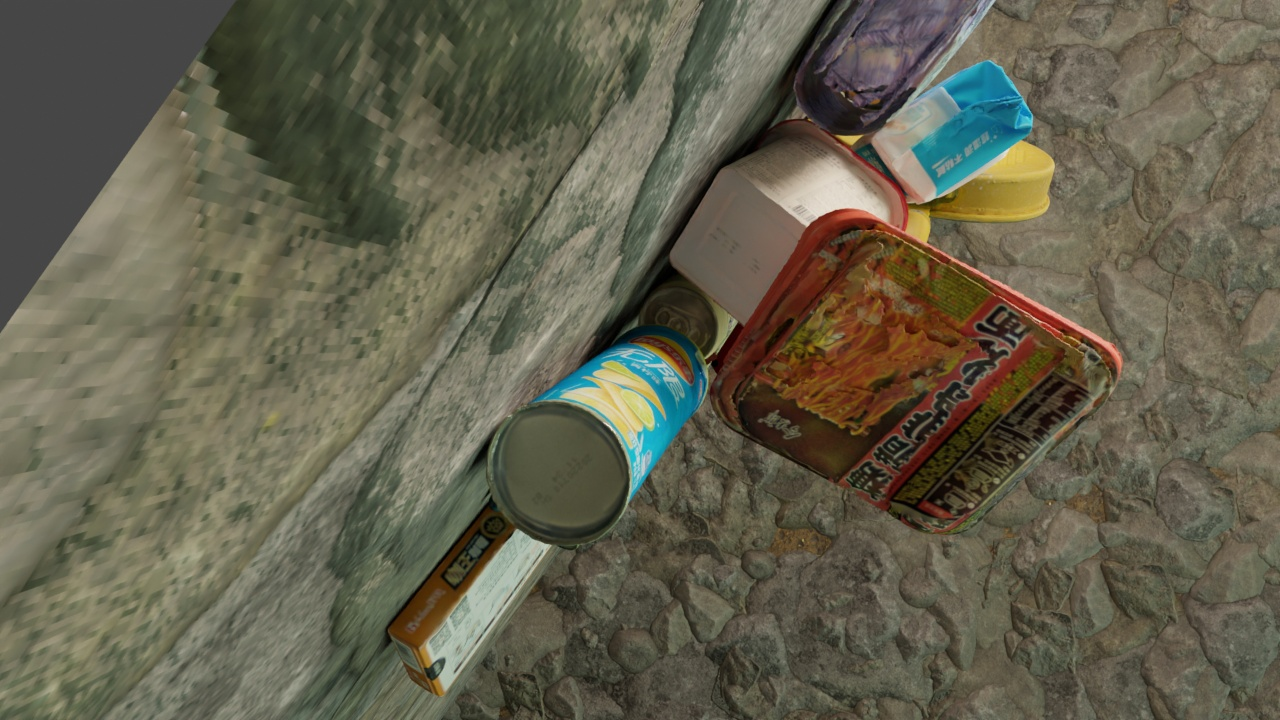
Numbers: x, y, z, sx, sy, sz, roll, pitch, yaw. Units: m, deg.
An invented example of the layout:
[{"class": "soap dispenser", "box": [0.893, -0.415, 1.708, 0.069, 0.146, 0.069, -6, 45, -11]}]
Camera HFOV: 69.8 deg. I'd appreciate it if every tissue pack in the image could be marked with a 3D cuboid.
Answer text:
[{"class": "tissue pack", "box": [0.204, -0.151, 0.630, 0.090, 0.063, 0.140, -34, -175, 10]}]

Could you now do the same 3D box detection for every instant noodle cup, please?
[{"class": "instant noodle cup", "box": [0.150, 0.003, 0.536, 0.165, 0.189, 0.078, -58, -174, 36]}, {"class": "instant noodle cup", "box": [0.090, -0.082, 0.591, 0.124, 0.116, 0.117, -27, 155, -54]}]

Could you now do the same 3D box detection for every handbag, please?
[{"class": "handbag", "box": [0.167, -0.213, 0.588, 0.134, 0.075, 0.193, -51, 176, 26]}]

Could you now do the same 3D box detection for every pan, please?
[{"class": "pan", "box": [0.228, -0.124, 0.750, 0.356, 0.198, 0.078, -47, 147, -56]}]

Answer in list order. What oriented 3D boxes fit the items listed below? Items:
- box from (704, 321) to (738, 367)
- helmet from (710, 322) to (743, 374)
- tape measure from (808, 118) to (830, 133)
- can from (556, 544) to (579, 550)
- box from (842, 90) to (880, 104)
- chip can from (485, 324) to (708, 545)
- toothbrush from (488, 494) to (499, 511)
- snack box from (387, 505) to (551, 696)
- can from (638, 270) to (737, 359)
[{"class": "box", "box": [0.048, -0.005, 0.893, 0.091, 0.076, 0.169, -52, 175, -37]}, {"class": "helmet", "box": [0.150, -0.081, 1.030, 0.240, 0.144, 0.206, -36, -171, 19]}, {"class": "tape measure", "box": [0.154, -0.197, 0.840, 0.059, 0.029, 0.057, -48, 155, -54]}, {"class": "can", "box": [-0.050, 0.131, 0.986, 0.146, 0.058, 0.058, -52, 175, -35]}, {"class": "box", "box": [0.248, -0.308, 0.867, 0.183, 0.060, 0.090, -50, 173, -33]}, {"class": "chip can", "box": [-0.013, 0.031, 0.509, 0.071, 0.071, 0.210, -56, 176, 17]}, {"class": "toothbrush", "box": [-0.044, 0.036, 0.598, 0.191, 0.016, 0.018, -49, 163, -50]}, {"class": "snack box", "box": [-0.092, 0.127, 0.573, 0.153, 0.026, 0.075, -52, 158, -34]}, {"class": "can", "box": [0.041, -0.038, 0.653, 0.059, 0.058, 0.116, -57, 176, 25]}]
